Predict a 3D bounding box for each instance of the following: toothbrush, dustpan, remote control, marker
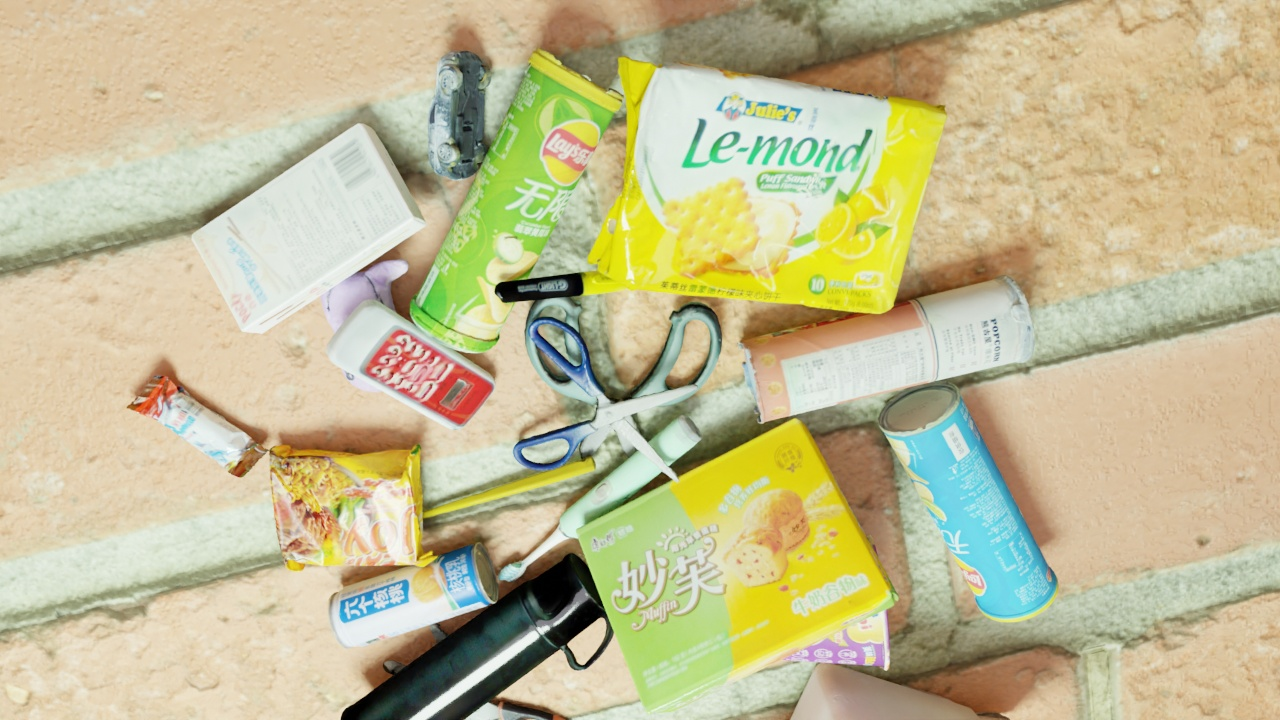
[{"bbox_3d":[-0.130,0.110,0.769,0.190,0.015,0.016,-16,103,5],"label":"toothbrush"},{"bbox_3d":[-0.038,0.121,0.770,0.225,0.026,0.027,-41,147,18],"label":"toothbrush"},{"bbox_3d":[0.215,0.372,0.786,0.273,0.222,0.139,20,94,3],"label":"dustpan"},{"bbox_3d":[-0.171,0.006,0.699,0.056,0.020,0.136,-49,133,2],"label":"remote control"},{"bbox_3d":[-0.055,-0.056,0.682,0.123,0.015,0.018,-11,81,-41],"label":"marker"}]

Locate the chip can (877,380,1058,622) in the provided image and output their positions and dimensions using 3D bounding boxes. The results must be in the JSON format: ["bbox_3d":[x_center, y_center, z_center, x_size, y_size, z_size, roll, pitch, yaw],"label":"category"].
[{"bbox_3d":[0.277,0.120,0.773,0.071,0.071,0.210,-31,108,7],"label":"chip can"}]

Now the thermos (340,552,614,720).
[{"bbox_3d":[-0.134,0.268,0.783,0.242,0.068,0.090,-35,74,3],"label":"thermos"}]

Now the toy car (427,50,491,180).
[{"bbox_3d":[-0.132,-0.176,0.661,0.034,0.042,0.091,19,116,25],"label":"toy car"}]

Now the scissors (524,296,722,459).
[{"bbox_3d":[-0.004,0.004,0.739,0.181,0.019,0.170,-21,110,8],"label":"scissors"}]

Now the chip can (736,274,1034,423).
[{"bbox_3d":[0.189,-0.008,0.722,0.215,0.071,0.071,-14,109,1],"label":"chip can"}]

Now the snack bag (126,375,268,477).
[{"bbox_3d":[-0.353,0.054,0.734,0.104,0.026,0.048,42,113,-15],"label":"snack bag"}]

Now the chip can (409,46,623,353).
[{"bbox_3d":[-0.094,-0.110,0.669,0.072,0.072,0.221,27,105,-12],"label":"chip can"}]

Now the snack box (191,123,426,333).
[{"bbox_3d":[-0.243,-0.095,0.672,0.157,0.027,0.084,-31,83,8],"label":"snack box"}]

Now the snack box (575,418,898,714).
[{"bbox_3d":[0.073,0.165,0.731,0.210,0.070,0.157,-28,65,6],"label":"snack box"}]

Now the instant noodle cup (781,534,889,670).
[{"bbox_3d":[0.154,0.209,0.781,0.099,0.111,0.112,-6,109,6],"label":"instant noodle cup"}]

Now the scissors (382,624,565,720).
[{"bbox_3d":[-0.140,0.337,0.850,0.189,0.015,0.227,1,108,-4],"label":"scissors"}]

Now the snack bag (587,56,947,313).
[{"bbox_3d":[0.092,-0.123,0.664,0.246,0.068,0.158,4,112,-15],"label":"snack bag"}]

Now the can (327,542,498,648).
[{"bbox_3d":[-0.193,0.201,0.780,0.134,0.053,0.053,-19,109,3],"label":"can"}]

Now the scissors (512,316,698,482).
[{"bbox_3d":[-0.037,0.042,0.727,0.173,0.012,0.163,46,114,-6],"label":"scissors"}]

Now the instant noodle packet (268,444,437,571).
[{"bbox_3d":[-0.233,0.121,0.745,0.128,0.044,0.111,-1,104,4],"label":"instant noodle packet"}]

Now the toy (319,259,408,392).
[{"bbox_3d":[-0.208,-0.026,0.707,0.084,0.038,0.108,-5,109,8],"label":"toy"}]
